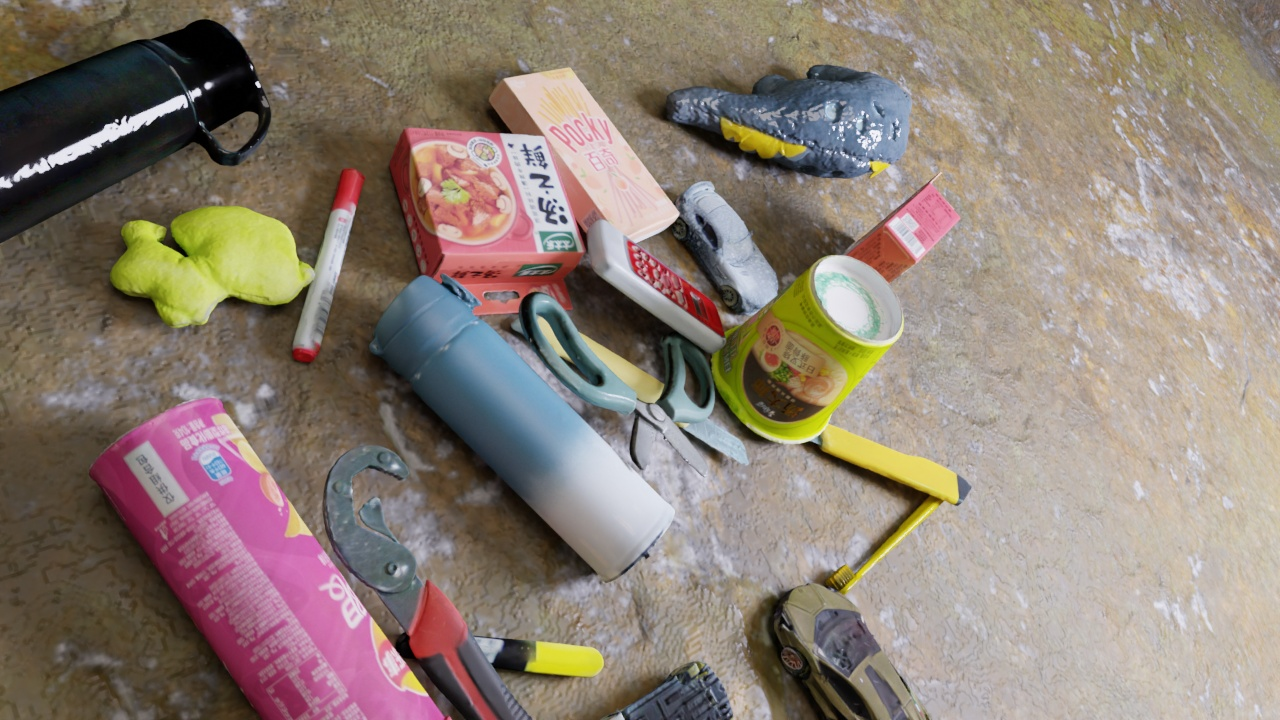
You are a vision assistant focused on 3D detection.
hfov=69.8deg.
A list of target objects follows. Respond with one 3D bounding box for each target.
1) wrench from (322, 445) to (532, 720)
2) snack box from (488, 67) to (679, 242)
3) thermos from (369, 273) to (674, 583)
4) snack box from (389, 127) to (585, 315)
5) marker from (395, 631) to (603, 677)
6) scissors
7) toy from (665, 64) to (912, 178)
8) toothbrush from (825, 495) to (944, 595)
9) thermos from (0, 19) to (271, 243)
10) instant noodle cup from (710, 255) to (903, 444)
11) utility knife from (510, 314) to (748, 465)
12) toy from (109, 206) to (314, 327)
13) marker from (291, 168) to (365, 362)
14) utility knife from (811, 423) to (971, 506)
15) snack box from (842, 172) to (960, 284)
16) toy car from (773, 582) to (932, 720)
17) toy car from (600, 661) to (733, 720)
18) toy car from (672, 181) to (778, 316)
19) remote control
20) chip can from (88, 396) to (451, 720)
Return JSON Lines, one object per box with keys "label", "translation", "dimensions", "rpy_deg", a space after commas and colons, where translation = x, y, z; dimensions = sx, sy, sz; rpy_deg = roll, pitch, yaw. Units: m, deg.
{"label": "wrench", "translation": [-0.095, 0.169, 0.508], "dimensions": [0.056, 0.016, 0.273], "rpy_deg": [-32, 90, -28]}
{"label": "snack box", "translation": [-0.043, -0.161, 0.731], "dimensions": [0.157, 0.026, 0.084], "rpy_deg": [54, 42, 3]}
{"label": "thermos", "translation": [-0.074, 0.040, 0.576], "dimensions": [0.220, 0.070, 0.070], "rpy_deg": [46, 49, -3]}
{"label": "snack box", "translation": [-0.104, -0.098, 0.649], "dimensions": [0.113, 0.044, 0.127], "rpy_deg": [-7, 68, -36]}
{"label": "marker", "translation": [-0.080, 0.170, 0.533], "dimensions": [0.124, 0.015, 0.018], "rpy_deg": [14, 65, -23]}
{"label": "scissors", "translation": [-0.005, 0.003, 0.641], "dimensions": [0.171, 0.019, 0.169], "rpy_deg": [44, 28, -3]}
{"label": "toy", "translation": [0.188, -0.235, 0.899], "dimensions": [0.355, 0.092, 0.138], "rpy_deg": [-16, 46, -39]}
{"label": "toothbrush", "translation": [0.206, 0.137, 0.738], "dimensions": [0.189, 0.016, 0.016], "rpy_deg": [-27, 74, -40]}
{"label": "thermos", "translation": [-0.314, -0.112, 0.502], "dimensions": [0.090, 0.069, 0.241], "rpy_deg": [42, 49, 0]}
{"label": "instant noodle cup", "translation": [0.130, -0.014, 0.694], "dimensions": [0.111, 0.124, 0.111], "rpy_deg": [13, 53, -19]}
{"label": "utility knife", "translation": [-0.001, 0.019, 0.666], "dimensions": [0.204, 0.021, 0.030], "rpy_deg": [29, 56, -8]}
{"label": "toy", "translation": [-0.250, -0.060, 0.541], "dimensions": [0.096, 0.031, 0.099], "rpy_deg": [37, 51, -8]}
{"label": "marker", "translation": [-0.199, -0.064, 0.586], "dimensions": [0.017, 0.017, 0.145], "rpy_deg": [18, 56, -24]}
{"label": "utility knife", "translation": [0.180, 0.074, 0.752], "dimensions": [0.216, 0.015, 0.033], "rpy_deg": [23, 47, -13]}
{"label": "snack box", "translation": [0.216, -0.097, 0.812], "dimensions": [0.044, 0.113, 0.126], "rpy_deg": [49, 49, 2]}
{"label": "toy car", "translation": [0.151, 0.226, 0.635], "dimensions": [0.070, 0.042, 0.158], "rpy_deg": [-27, 78, -41]}
{"label": "toy car", "translation": [0.011, 0.222, 0.550], "dimensions": [0.105, 0.031, 0.049], "rpy_deg": [-18, 75, -40]}
{"label": "toy car", "translation": [0.073, -0.094, 0.770], "dimensions": [0.054, 0.037, 0.120], "rpy_deg": [-32, 87, -41]}
{"label": "remote control", "translation": [0.014, -0.055, 0.688], "dimensions": [0.136, 0.020, 0.055], "rpy_deg": [34, 30, -34]}
{"label": "chip can", "translation": [-0.182, 0.121, 0.456], "dimensions": [0.071, 0.072, 0.210], "rpy_deg": [-33, 84, -41]}
